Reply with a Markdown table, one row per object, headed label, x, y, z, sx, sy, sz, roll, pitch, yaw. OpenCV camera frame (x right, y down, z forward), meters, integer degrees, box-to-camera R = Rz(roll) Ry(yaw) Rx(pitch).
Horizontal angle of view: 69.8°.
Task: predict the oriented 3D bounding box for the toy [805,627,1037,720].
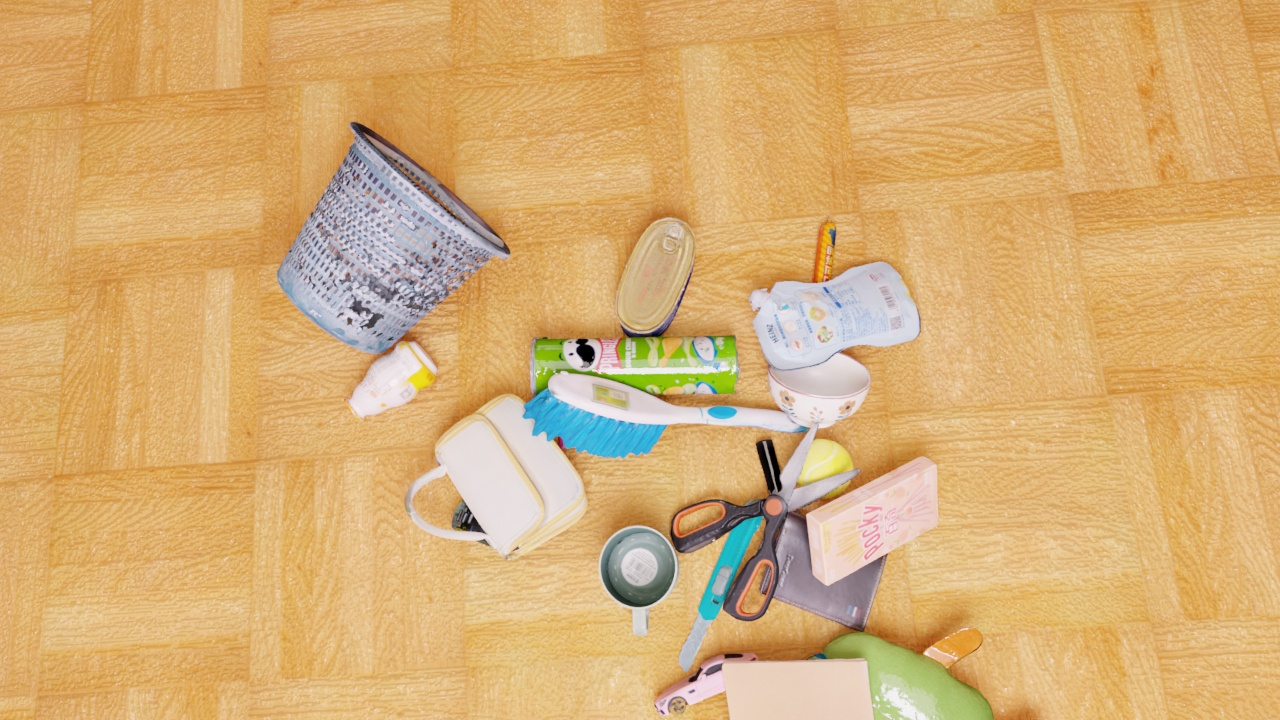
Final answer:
| label | x | y | z | sx | sy | sz | roll | pitch | yaw |
| --- | --- | --- | --- | --- | --- | --- | --- | --- | --- |
| toy | 0.283 | 0.369 | 0.944 | 0.247 | 0.090 | 0.227 | 36 | 96 | 14 |

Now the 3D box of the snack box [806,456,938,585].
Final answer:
| label | x | y | z | sx | sy | sz | roll | pitch | yaw |
| --- | --- | --- | --- | --- | --- | --- | --- | --- | --- |
| snack box | 0.250 | 0.170 | 0.977 | 0.157 | 0.026 | 0.084 | -23 | 120 | -20 |

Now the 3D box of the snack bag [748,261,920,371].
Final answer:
| label | x | y | z | sx | sy | sz | roll | pitch | yaw |
| --- | --- | --- | --- | --- | --- | --- | --- | --- | --- |
| snack bag | 0.219 | -0.052 | 1.048 | 0.190 | 0.039 | 0.110 | -13 | 74 | -14 |

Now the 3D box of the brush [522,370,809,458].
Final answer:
| label | x | y | z | sx | sy | sz | roll | pitch | yaw |
| --- | --- | --- | --- | --- | --- | --- | --- | --- | --- |
| brush | 0.032 | 0.069 | 1.032 | 0.314 | 0.110 | 0.060 | 16 | 41 | -22 |

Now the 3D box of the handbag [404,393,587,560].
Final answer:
| label | x | y | z | sx | sy | sz | roll | pitch | yaw |
| --- | --- | --- | --- | --- | --- | --- | --- | --- | --- |
| handbag | -0.167 | 0.140 | 1.014 | 0.178 | 0.063 | 0.163 | -33 | 68 | -13 |

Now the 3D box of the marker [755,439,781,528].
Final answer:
| label | x | y | z | sx | sy | sz | roll | pitch | yaw |
| --- | --- | --- | --- | --- | --- | --- | --- | --- | --- |
| marker | 0.157 | 0.154 | 1.037 | 0.022 | 0.020 | 0.132 | -19 | 76 | 20 |

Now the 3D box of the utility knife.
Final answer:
| label | x | y | z | sx | sy | sz | roll | pitch | yaw |
| --- | --- | --- | --- | --- | --- | --- | --- | --- | --- |
| utility knife | 0.091 | 0.247 | 1.023 | 0.029 | 0.013 | 0.209 | 20 | 79 | 26 |

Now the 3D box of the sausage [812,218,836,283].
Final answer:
| label | x | y | z | sx | sy | sz | roll | pitch | yaw |
| --- | --- | --- | --- | --- | --- | --- | --- | --- | --- |
| sausage | 0.216 | -0.093 | 1.091 | 0.021 | 0.021 | 0.165 | 7 | 78 | 5 |

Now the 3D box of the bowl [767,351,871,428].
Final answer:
| label | x | y | z | sx | sy | sz | roll | pitch | yaw |
| --- | --- | --- | --- | --- | --- | --- | --- | --- | --- |
| bowl | 0.198 | 0.036 | 1.031 | 0.113 | 0.113 | 0.062 | 4 | 120 | 5 |

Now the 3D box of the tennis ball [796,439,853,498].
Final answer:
| label | x | y | z | sx | sy | sz | roll | pitch | yaw |
| --- | --- | --- | --- | --- | --- | --- | --- | --- | --- |
| tennis ball | 0.203 | 0.120 | 1.019 | 0.065 | 0.065 | 0.065 | -1 | 77 | 4 |

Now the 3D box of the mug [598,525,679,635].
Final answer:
| label | x | y | z | sx | sy | sz | roll | pitch | yaw |
| --- | --- | --- | --- | --- | --- | --- | --- | --- | --- |
| mug | 0.001 | 0.236 | 0.984 | 0.082 | 0.106 | 0.111 | -2 | 76 | 2 |

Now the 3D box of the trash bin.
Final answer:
| label | x | y | z | sx | sy | sz | roll | pitch | yaw |
| --- | --- | --- | --- | --- | --- | --- | --- | --- | --- |
| trash bin | -0.297 | -0.125 | 1.051 | 0.226 | 0.226 | 0.195 | 43 | 96 | 12 |

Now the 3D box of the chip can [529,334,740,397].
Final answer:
| label | x | y | z | sx | sy | sz | roll | pitch | yaw |
| --- | --- | --- | --- | --- | --- | --- | --- | --- | --- |
| chip can | -0.006 | 0.006 | 1.051 | 0.236 | 0.072 | 0.072 | -1 | 77 | 0 |

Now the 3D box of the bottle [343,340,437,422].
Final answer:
| label | x | y | z | sx | sy | sz | roll | pitch | yaw |
| --- | --- | --- | --- | --- | --- | --- | --- | --- | --- |
| bottle | -0.294 | 0.026 | 1.077 | 0.108 | 0.063 | 0.063 | -38 | 77 | -6 |

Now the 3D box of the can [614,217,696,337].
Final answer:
| label | x | y | z | sx | sy | sz | roll | pitch | yaw |
| --- | --- | --- | --- | --- | --- | --- | --- | --- | --- |
| can | 0.019 | -0.095 | 1.091 | 0.074 | 0.049 | 0.148 | 20 | 79 | 8 |

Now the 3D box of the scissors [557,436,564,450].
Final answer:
| label | x | y | z | sx | sy | sz | roll | pitch | yaw |
| --- | --- | --- | --- | --- | --- | --- | --- | --- | --- |
| scissors | -0.071 | 0.055 | 1.081 | 0.128 | 0.017 | 0.133 | 13 | 74 | 9 |

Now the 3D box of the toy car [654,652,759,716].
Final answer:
| label | x | y | z | sx | sy | sz | roll | pitch | yaw |
| --- | --- | --- | --- | --- | --- | --- | --- | --- | --- |
| toy car | 0.070 | 0.343 | 0.981 | 0.122 | 0.056 | 0.037 | -23 | 80 | -2 |

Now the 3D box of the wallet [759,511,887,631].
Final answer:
| label | x | y | z | sx | sy | sz | roll | pitch | yaw |
| --- | --- | --- | --- | --- | --- | --- | --- | --- | --- |
| wallet | 0.201 | 0.230 | 1.006 | 0.122 | 0.020 | 0.096 | 22 | 78 | -1 |

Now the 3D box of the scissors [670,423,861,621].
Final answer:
| label | x | y | z | sx | sy | sz | roll | pitch | yaw |
| --- | --- | --- | --- | --- | --- | --- | --- | --- | --- |
| scissors | 0.135 | 0.179 | 0.997 | 0.221 | 0.021 | 0.221 | -9 | 74 | 24 |

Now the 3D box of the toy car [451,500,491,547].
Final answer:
| label | x | y | z | sx | sy | sz | roll | pitch | yaw |
| --- | --- | --- | --- | --- | --- | --- | --- | --- | --- |
| toy car | -0.168 | 0.190 | 1.043 | 0.091 | 0.036 | 0.043 | 20 | 78 | 11 |

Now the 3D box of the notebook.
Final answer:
| label | x | y | z | sx | sy | sz | roll | pitch | yaw |
| --- | --- | --- | --- | --- | --- | --- | --- | --- | --- |
| notebook | 0.168 | 0.404 | 0.932 | 0.148 | 0.008 | 0.207 | -7 | 95 | 18 |
